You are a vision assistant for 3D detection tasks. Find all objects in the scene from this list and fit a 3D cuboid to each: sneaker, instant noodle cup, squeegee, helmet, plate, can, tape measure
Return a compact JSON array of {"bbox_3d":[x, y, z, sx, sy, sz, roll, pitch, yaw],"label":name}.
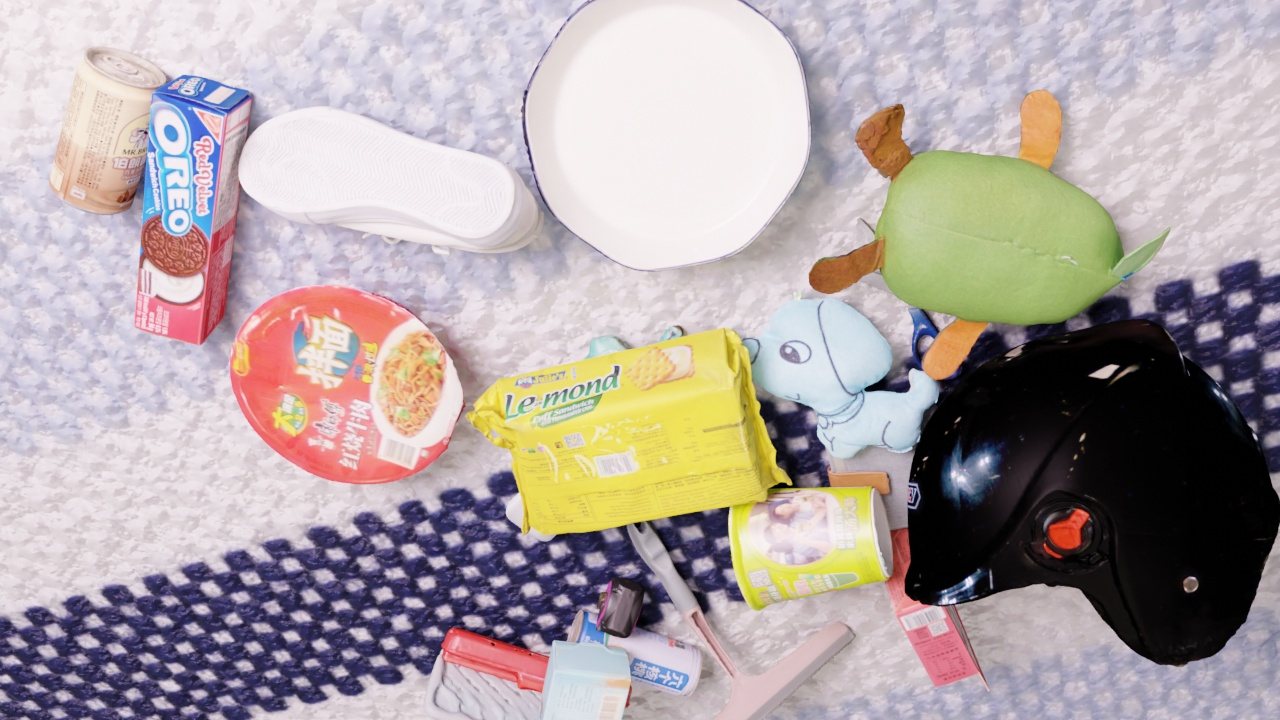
[{"bbox_3d":[-0.186,-0.133,0.705,0.242,0.090,0.089,14,90,16],"label":"sneaker"},{"bbox_3d":[-0.243,0.012,0.787,0.194,0.065,0.194,2,118,3],"label":"instant noodle cup"},{"bbox_3d":[0.053,0.247,0.899,0.247,0.040,0.249,-35,98,-16],"label":"squeegee"},{"bbox_3d":[0.328,0.096,0.711,0.275,0.233,0.230,-14,87,6],"label":"helmet"},{"bbox_3d":[0.019,-0.170,0.671,0.205,0.045,0.205,2,110,5],"label":"plate"},{"bbox_3d":[-0.007,0.301,0.939,0.134,0.053,0.053,20,118,-8],"label":"can"},{"bbox_3d":[-0.404,-0.172,0.696,0.058,0.058,0.116,27,117,-12],"label":"can"},{"bbox_3d":[0.154,0.159,0.807,0.124,0.111,0.112,-11,118,22],"label":"instant noodle cup"},{"bbox_3d":[-0.022,0.243,0.906,0.039,0.058,0.057,19,74,-2],"label":"tape measure"}]

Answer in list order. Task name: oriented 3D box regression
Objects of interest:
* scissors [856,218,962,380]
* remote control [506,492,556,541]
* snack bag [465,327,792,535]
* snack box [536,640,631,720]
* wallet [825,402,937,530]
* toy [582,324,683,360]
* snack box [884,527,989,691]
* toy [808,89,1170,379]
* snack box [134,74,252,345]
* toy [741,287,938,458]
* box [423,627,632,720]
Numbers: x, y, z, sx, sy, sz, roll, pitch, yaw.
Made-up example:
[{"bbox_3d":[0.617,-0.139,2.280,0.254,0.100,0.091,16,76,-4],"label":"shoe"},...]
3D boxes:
[{"bbox_3d":[0.236,-0.053,0.757,0.163,0.012,0.162,-13,116,12],"label":"scissors"},{"bbox_3d":[-0.067,0.116,0.859,0.056,0.020,0.136,38,114,-17],"label":"remote control"},{"bbox_3d":[-0.007,0.071,0.775,0.247,0.068,0.158,-12,123,9],"label":"snack bag"},{"bbox_3d":[-0.064,0.360,0.893,0.074,0.051,0.175,10,107,-9],"label":"snack box"},{"bbox_3d":[0.223,0.099,0.826,0.107,0.037,0.130,-14,117,10],"label":"wallet"},{"bbox_3d":[-0.005,0.005,0.792,0.092,0.030,0.097,21,110,-14],"label":"toy"},{"bbox_3d":[0.266,0.231,0.853,0.044,0.113,0.127,-25,115,14],"label":"snack box"},{"bbox_3d":[0.255,-0.092,0.691,0.246,0.090,0.227,14,108,-9],"label":"toy"},{"bbox_3d":[-0.355,-0.116,0.726,0.057,0.058,0.208,17,118,-10],"label":"snack box"},{"bbox_3d":[0.163,0.010,0.766,0.161,0.049,0.156,-6,106,11],"label":"toy"},{"bbox_3d":[-0.118,0.351,0.946,0.201,0.095,0.098,19,74,-8],"label":"box"}]
